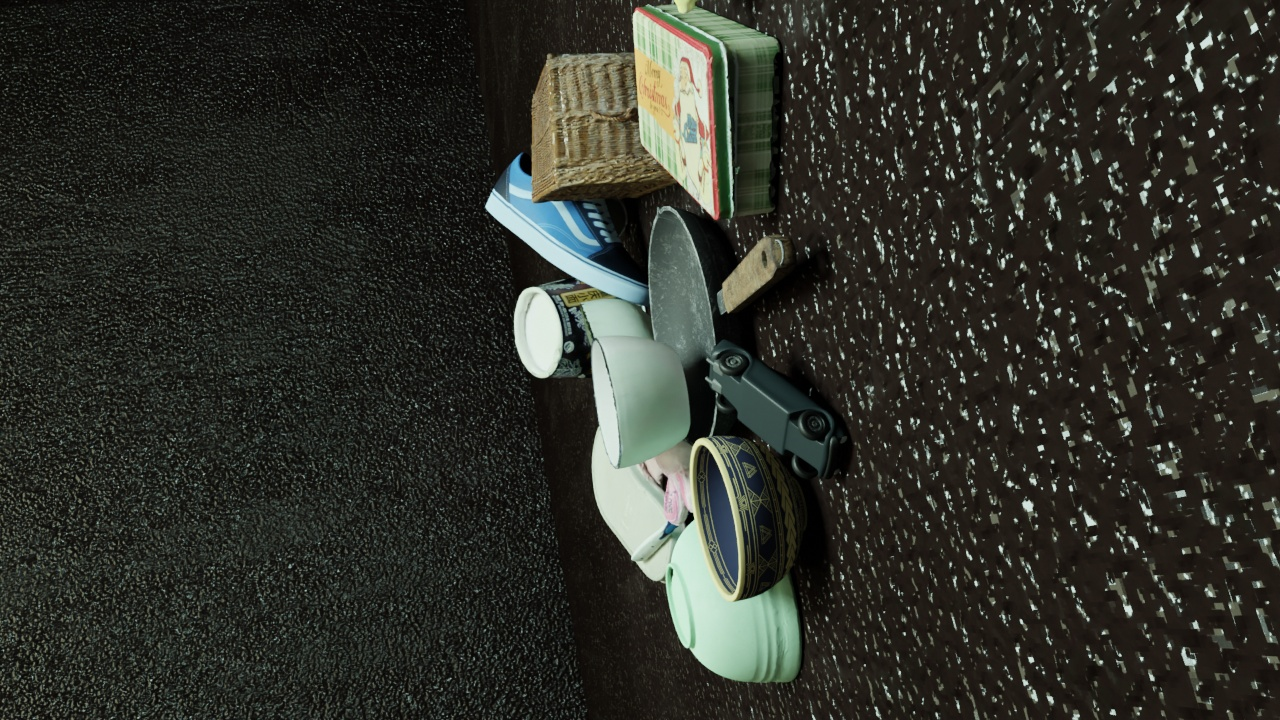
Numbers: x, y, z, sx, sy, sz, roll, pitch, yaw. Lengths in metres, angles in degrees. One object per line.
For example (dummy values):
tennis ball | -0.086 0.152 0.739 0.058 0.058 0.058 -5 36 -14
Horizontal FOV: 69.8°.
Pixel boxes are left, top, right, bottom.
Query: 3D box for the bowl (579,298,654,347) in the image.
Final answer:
bowl | -0.005 0.005 0.920 0.153 0.073 0.153 160 91 -85

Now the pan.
pan | 0.060 -0.039 0.689 0.357 0.040 0.207 146 115 -76

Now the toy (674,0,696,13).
toy | 0.037 -0.291 0.548 0.170 0.064 0.155 -112 23 -48

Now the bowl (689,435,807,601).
bowl | 0.079 0.105 0.636 0.112 0.061 0.112 171 91 -79

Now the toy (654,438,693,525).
toy | 0.039 0.091 0.827 0.064 0.047 0.109 -39 44 46

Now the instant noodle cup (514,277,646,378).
instant noodle cup | -0.075 -0.037 1.057 0.137 0.112 0.137 16 110 53

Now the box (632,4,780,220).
box | 0.041 -0.183 0.652 0.205 0.050 0.118 -115 21 -58

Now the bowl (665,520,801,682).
bowl | 0.066 0.188 0.732 0.151 0.077 0.151 170 91 -78

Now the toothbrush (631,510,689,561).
toothbrush | 0.032 0.153 0.889 0.190 0.016 0.017 126 151 -46

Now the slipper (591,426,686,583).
slipper | 0.004 0.153 1.034 0.274 0.054 0.114 -128 47 -59

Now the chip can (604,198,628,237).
chip can | -0.075 -0.225 1.135 0.232 0.073 0.073 -114 19 -52

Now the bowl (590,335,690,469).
bowl | 0.000 0.032 0.786 0.116 0.065 0.116 170 91 -79

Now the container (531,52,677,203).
container | -0.041 -0.213 0.867 0.198 0.113 0.113 -161 66 -76

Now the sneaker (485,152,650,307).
sneaker | -0.064 -0.151 0.981 0.241 0.083 0.098 38 107 26

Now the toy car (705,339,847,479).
toy car | 0.085 0.029 0.576 0.112 0.034 0.046 40 146 35
